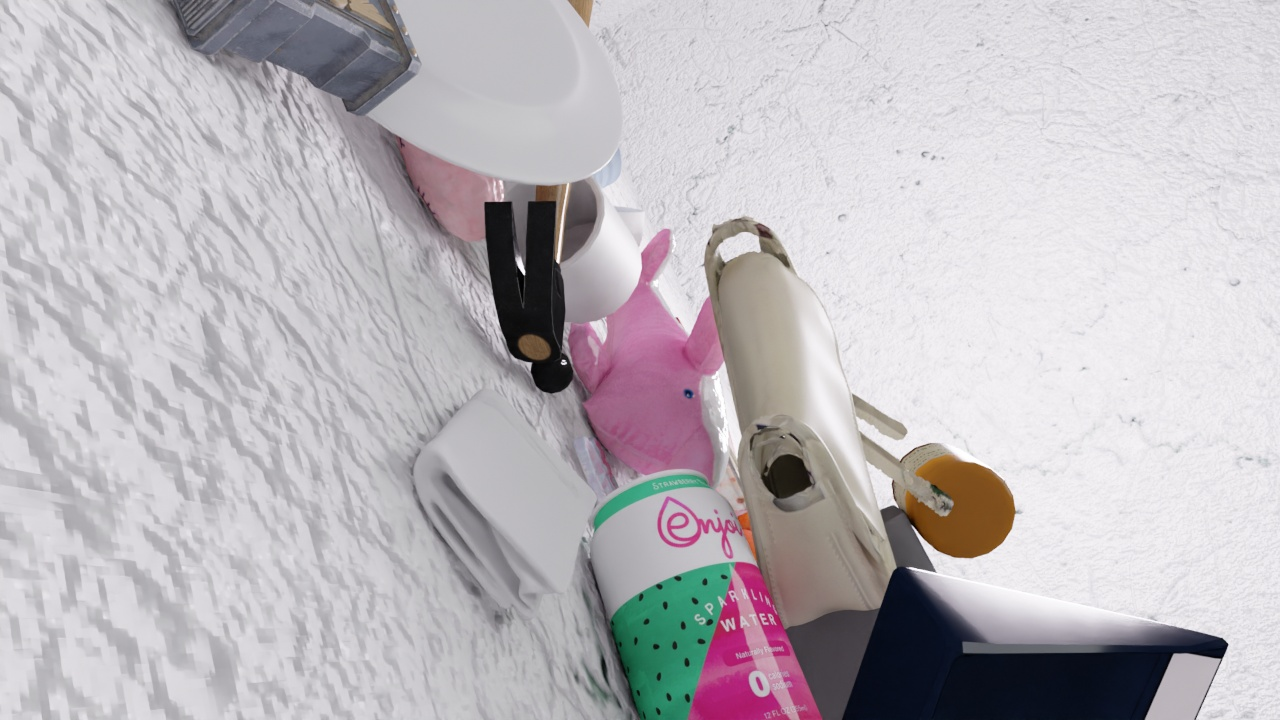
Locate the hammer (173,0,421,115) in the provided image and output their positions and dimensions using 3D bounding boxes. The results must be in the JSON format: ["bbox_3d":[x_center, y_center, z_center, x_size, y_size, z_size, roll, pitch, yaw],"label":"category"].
[{"bbox_3d":[-0.199,-0.266,0.415,0.098,0.044,0.322,4,59,-66],"label":"hammer"}]

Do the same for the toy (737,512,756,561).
[{"bbox_3d":[0.122,0.218,0.889,0.172,0.093,0.163,46,25,-61],"label":"toy"}]

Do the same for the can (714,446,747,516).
[{"bbox_3d":[0.057,0.119,0.832,0.067,0.076,0.067,62,8,-16],"label":"can"}]

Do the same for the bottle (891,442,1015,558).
[{"bbox_3d":[0.228,0.098,0.696,0.068,0.068,0.157,64,7,0],"label":"bottle"}]

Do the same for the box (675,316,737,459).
[{"bbox_3d":[0.042,0.048,0.939,0.158,0.087,0.129,62,6,-17],"label":"box"}]

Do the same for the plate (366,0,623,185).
[{"bbox_3d":[-0.105,-0.201,0.525,0.242,0.016,0.242,25,44,-27],"label":"plate"}]

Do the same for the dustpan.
[{"bbox_3d":[0.123,0.222,0.414,0.080,0.273,0.236,-99,-157,-76],"label":"dustpan"}]

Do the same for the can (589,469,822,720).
[{"bbox_3d":[0.032,0.149,0.499,0.088,0.088,0.165,52,14,-57],"label":"can"}]

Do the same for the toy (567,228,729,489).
[{"bbox_3d":[-0.004,0.004,0.755,0.127,0.187,0.265,12,35,-22],"label":"toy"}]

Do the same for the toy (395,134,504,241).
[{"bbox_3d":[-0.117,-0.125,0.570,0.105,0.053,0.108,-140,-153,-84],"label":"toy"}]

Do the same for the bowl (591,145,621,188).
[{"bbox_3d":[-0.093,-0.184,0.748,0.150,0.074,0.151,43,-17,16],"label":"bowl"}]

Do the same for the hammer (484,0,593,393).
[{"bbox_3d":[-0.056,-0.144,0.608,0.132,0.040,0.304,80,11,-62],"label":"hammer"}]

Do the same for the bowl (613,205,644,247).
[{"bbox_3d":[-0.050,-0.109,0.805,0.104,0.105,0.054,-85,179,-76],"label":"bowl"}]

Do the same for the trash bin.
[{"bbox_3d":[0.157,0.245,0.661,0.219,0.192,0.097,63,7,8],"label":"trash bin"}]

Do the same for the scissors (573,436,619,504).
[{"bbox_3d":[-0.006,0.131,0.610,0.076,0.017,0.174,43,25,-80],"label":"scissors"}]

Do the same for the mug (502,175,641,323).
[{"bbox_3d":[-0.065,-0.096,0.699,0.121,0.091,0.090,48,0,27],"label":"mug"}]

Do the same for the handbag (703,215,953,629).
[{"bbox_3d":[0.115,0.033,0.587,0.228,0.132,0.184,-97,166,-46],"label":"handbag"}]

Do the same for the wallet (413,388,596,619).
[{"bbox_3d":[-0.061,0.059,0.407,0.086,0.032,0.116,52,10,-4],"label":"wallet"}]
